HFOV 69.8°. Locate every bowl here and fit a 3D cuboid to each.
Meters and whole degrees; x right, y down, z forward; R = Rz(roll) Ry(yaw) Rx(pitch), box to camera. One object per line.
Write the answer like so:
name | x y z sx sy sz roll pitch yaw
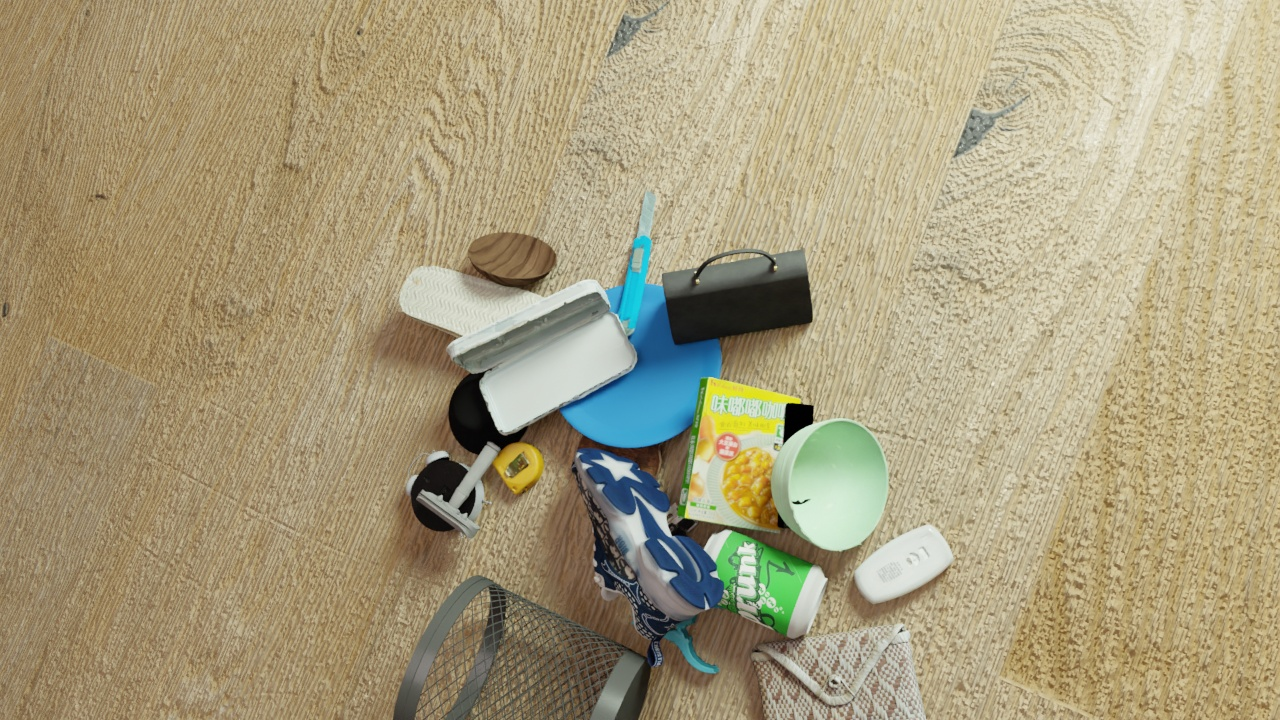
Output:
bowl | -0.214 0.064 1.231 0.124 0.052 0.124 -3 79 16
bowl | 0.208 0.140 1.062 0.077 0.150 0.150 -2 75 59
bowl | -0.174 -0.130 1.243 0.119 0.119 0.032 26 129 19
bowl | -0.025 0.127 1.177 0.114 0.026 0.102 21 87 19

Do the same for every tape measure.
tape measure | -0.158 0.139 1.213 0.059 0.030 0.068 -40 72 8

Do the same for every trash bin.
trash bin | -0.128 0.393 1.063 0.227 0.217 0.217 18 85 15

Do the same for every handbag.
handbag | 0.111 -0.091 1.075 0.176 0.196 0.072 -9 75 6
handbag | 0.224 0.375 1.046 0.186 0.047 0.124 -13 77 14

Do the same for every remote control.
remote control | 0.302 0.237 1.058 0.114 0.028 0.060 -35 72 8
remote control | 0.187 0.127 1.104 0.013 0.034 0.150 -3 80 60

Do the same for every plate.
plate | -0.007 0.007 1.185 0.224 0.024 0.224 -3 69 9

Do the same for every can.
can | 0.140 0.259 1.071 0.140 0.087 0.087 20 86 19

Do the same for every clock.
clock | -0.265 0.175 1.235 0.122 0.035 0.094 40 92 20

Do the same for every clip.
clip | 0.059 0.340 1.114 0.122 0.033 0.120 -25 77 10

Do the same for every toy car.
toy car | 0.017 0.222 1.143 0.113 0.039 0.039 -39 50 7

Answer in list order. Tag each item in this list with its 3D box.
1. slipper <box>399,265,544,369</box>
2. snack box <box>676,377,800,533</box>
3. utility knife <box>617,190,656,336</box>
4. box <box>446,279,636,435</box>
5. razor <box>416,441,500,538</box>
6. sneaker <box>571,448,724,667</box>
slipper | -0.200 -0.048 1.243 0.263 0.052 0.115 22 76 7
snack box | 0.119 0.115 1.097 0.132 0.027 0.168 13 81 -22
utility knife | -0.005 -0.129 1.213 0.031 0.015 0.220 7 70 9
box | -0.121 -0.010 1.139 0.210 0.105 0.129 -30 71 5
razor | -0.221 0.157 1.187 0.088 0.047 0.116 31 82 19
sneaker | -0.020 0.222 1.085 0.269 0.103 0.133 51 120 37
